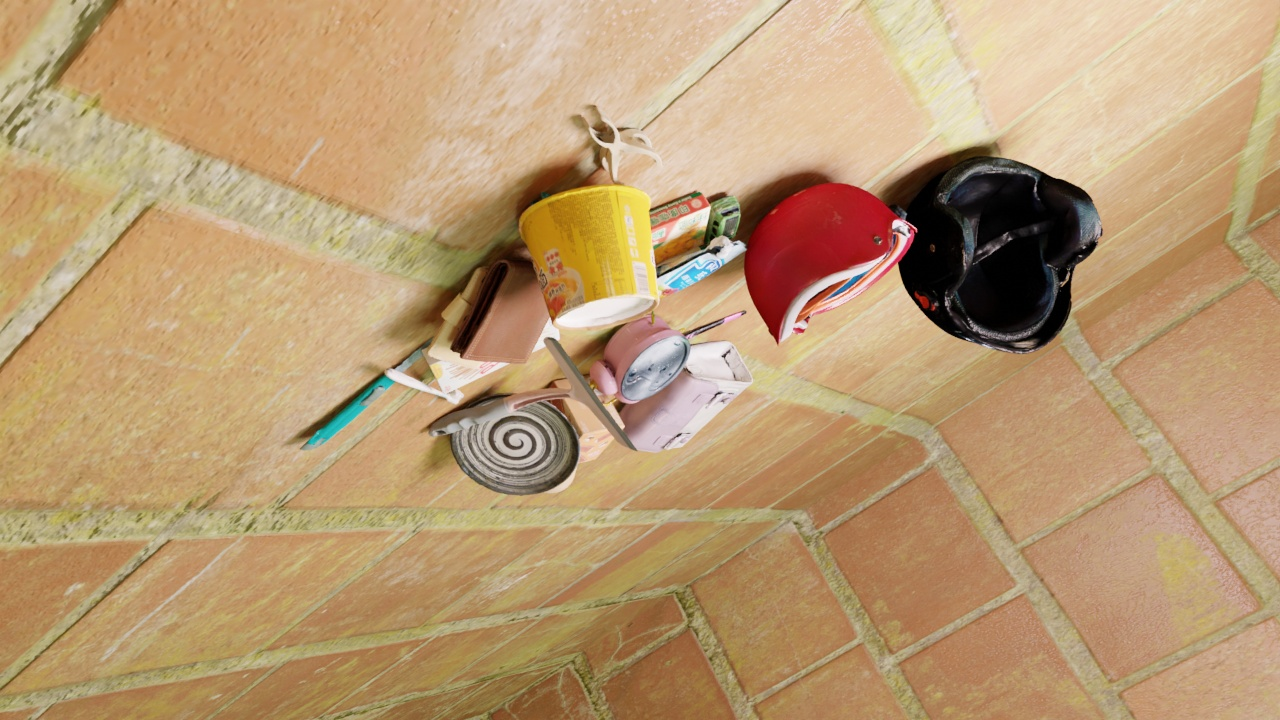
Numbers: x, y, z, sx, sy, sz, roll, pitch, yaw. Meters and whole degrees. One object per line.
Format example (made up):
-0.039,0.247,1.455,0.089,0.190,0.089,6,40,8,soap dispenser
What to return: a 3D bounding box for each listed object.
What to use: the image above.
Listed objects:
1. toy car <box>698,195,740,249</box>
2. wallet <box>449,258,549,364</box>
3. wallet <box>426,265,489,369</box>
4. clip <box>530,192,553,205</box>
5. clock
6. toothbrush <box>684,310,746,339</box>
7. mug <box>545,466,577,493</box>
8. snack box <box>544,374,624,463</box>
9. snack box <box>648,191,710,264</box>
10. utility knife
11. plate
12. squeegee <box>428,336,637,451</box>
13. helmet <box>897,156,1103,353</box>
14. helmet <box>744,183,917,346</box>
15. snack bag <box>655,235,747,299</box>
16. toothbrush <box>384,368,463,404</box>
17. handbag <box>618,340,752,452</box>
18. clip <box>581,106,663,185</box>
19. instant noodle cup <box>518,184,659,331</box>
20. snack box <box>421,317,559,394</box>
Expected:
0.093,-0.158,1.086,0.043,0.036,0.091,-24,161,-16,toy car
-0.136,-0.052,0.981,0.101,0.032,0.125,4,121,-53,wallet
-0.177,-0.047,0.988,0.115,0.024,0.087,-54,149,13,wallet
-0.086,-0.153,0.914,0.043,0.014,0.056,-41,154,27,clip
-0.007,0.007,1.252,0.159,0.060,0.117,-48,151,10,clock
0.079,-0.037,1.348,0.189,0.017,0.014,-22,155,-20,toothbrush
-0.152,0.140,1.391,0.124,0.084,0.104,6,146,-11,mug
-0.093,0.087,1.307,0.076,0.092,0.095,-10,151,-42,snack box
0.002,-0.134,1.039,0.155,0.027,0.077,-24,157,-13,snack box
-0.311,0.041,1.056,0.217,0.013,0.029,-39,159,13,utility knife
-0.171,0.113,1.255,0.179,0.024,0.180,1,123,1,plate
-0.164,0.061,1.183,0.250,0.040,0.248,-13,140,17,squeegee
0.478,-0.142,1.277,0.233,0.274,0.230,-12,-179,-13,helmet
0.226,-0.140,1.148,0.208,0.144,0.239,-45,167,35,helmet
0.034,-0.098,1.083,0.191,0.039,0.110,-23,169,14,snack bag
-0.253,0.030,1.086,0.016,0.016,0.180,-41,162,3,toothbrush
0.062,0.062,1.446,0.144,0.098,0.198,0,144,-40,handbag
-0.028,-0.194,0.870,0.103,0.035,0.093,3,140,-45,clip
-0.045,-0.096,0.911,0.138,0.109,0.138,-12,169,-3,instant noodle cup
-0.172,-0.019,1.075,0.156,0.027,0.085,-27,158,-11,snack box
